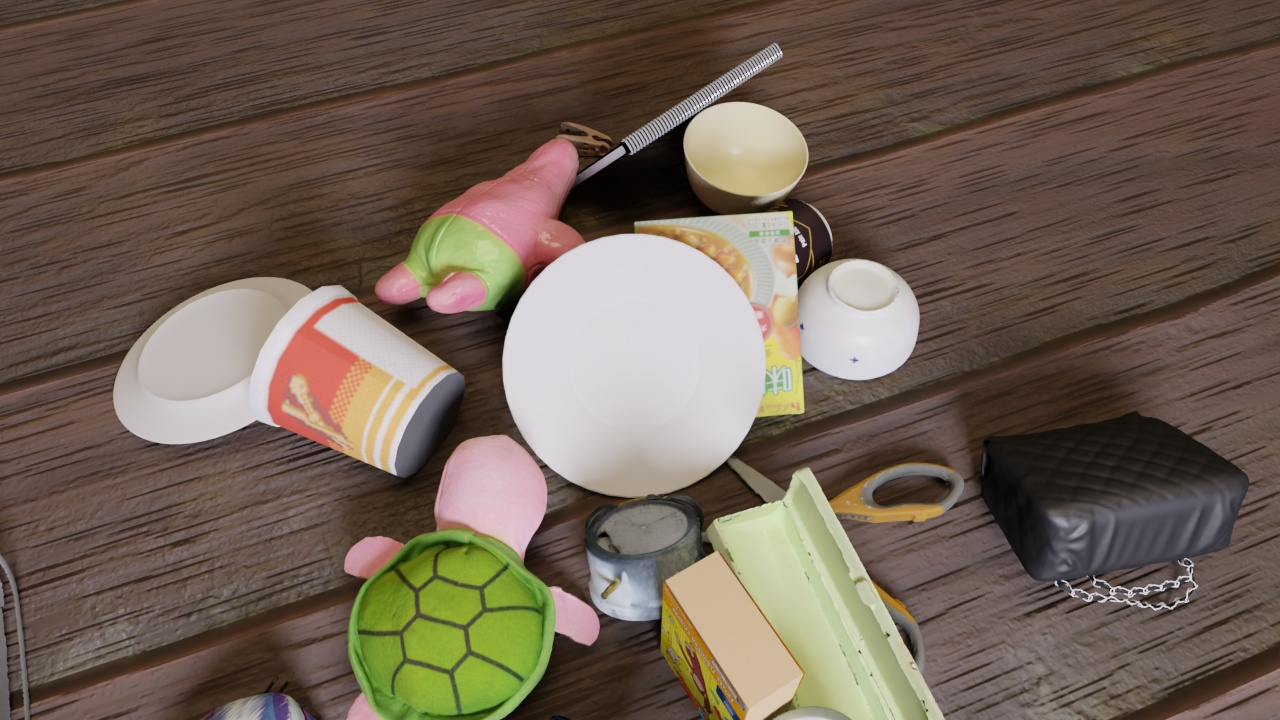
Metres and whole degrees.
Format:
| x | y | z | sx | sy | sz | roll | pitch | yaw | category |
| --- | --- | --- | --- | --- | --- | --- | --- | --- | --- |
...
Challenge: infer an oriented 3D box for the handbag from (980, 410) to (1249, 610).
| x | y | z | sx | sy | sz | roll | pitch | yaw | category |
| --- | --- | --- | --- | --- | --- | --- | --- | --- | --- |
| 0.341 | 0.109 | 0.689 | 0.153 | 0.115 | 0.125 | -11 | 31 | -4 | handbag |

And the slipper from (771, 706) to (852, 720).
| x | y | z | sx | sy | sz | roll | pitch | yaw | category |
| --- | --- | --- | --- | --- | --- | --- | --- | --- | --- |
| 0.125 | 0.318 | 0.505 | 0.104 | 0.074 | 0.245 | -23 | 68 | 8 | slipper |

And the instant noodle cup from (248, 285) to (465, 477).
| x | y | z | sx | sy | sz | roll | pitch | yaw | category |
| --- | --- | --- | --- | --- | --- | --- | --- | --- | --- |
| -0.216 | 0.023 | 0.727 | 0.121 | 0.124 | 0.123 | 27 | 58 | 10 | instant noodle cup |

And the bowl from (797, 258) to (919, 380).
| x | y | z | sx | sy | sz | roll | pitch | yaw | category |
| --- | --- | --- | --- | --- | --- | --- | --- | --- | --- |
| 0.189 | -0.045 | 0.800 | 0.113 | 0.063 | 0.113 | -1 | 54 | 1 | bowl |

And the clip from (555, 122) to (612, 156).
| x | y | z | sx | sy | sz | roll | pitch | yaw | category |
| --- | --- | --- | --- | --- | --- | --- | --- | --- | --- |
| -0.062 | -0.227 | 0.959 | 0.062 | 0.024 | 0.044 | 24 | 58 | 13 | clip |

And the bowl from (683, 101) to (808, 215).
| x | y | z | sx | sy | sz | roll | pitch | yaw | category |
| --- | --- | --- | --- | --- | --- | --- | --- | --- | --- |
| 0.095 | -0.181 | 0.888 | 0.118 | 0.074 | 0.117 | 2 | 60 | -4 | bowl |

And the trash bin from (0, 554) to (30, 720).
| x | y | z | sx | sy | sz | roll | pitch | yaw | category |
| --- | --- | --- | --- | --- | --- | --- | --- | --- | --- |
| -0.542 | 0.211 | 0.551 | 0.220 | 0.198 | 0.197 | -23 | 59 | -9 | trash bin |

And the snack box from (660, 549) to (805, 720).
| x | y | z | sx | sy | sz | roll | pitch | yaw | category |
| --- | --- | --- | --- | --- | --- | --- | --- | --- | --- |
| 0.054 | 0.193 | 0.589 | 0.040 | 0.126 | 0.088 | -26 | 58 | -17 | snack box |

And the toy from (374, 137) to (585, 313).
| x | y | z | sx | sy | sz | roll | pitch | yaw | category |
| --- | --- | --- | --- | --- | --- | --- | --- | --- | --- |
| -0.128 | -0.119 | 0.833 | 0.192 | 0.097 | 0.236 | 15 | 54 | 33 | toy |

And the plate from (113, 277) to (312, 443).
| x | y | z | sx | sy | sz | roll | pitch | yaw | category |
| --- | --- | --- | --- | --- | --- | --- | --- | --- | --- |
| -0.364 | -0.011 | 0.789 | 0.189 | 0.016 | 0.188 | -6 | 49 | 7 | plate |

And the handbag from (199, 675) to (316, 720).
| x | y | z | sx | sy | sz | roll | pitch | yaw | category |
| --- | --- | --- | --- | --- | --- | --- | --- | --- | --- |
| -0.278 | 0.289 | 0.567 | 0.170 | 0.068 | 0.144 | -23 | 50 | -7 | handbag |

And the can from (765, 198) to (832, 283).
| x | y | z | sx | sy | sz | roll | pitch | yaw | category |
| --- | --- | --- | --- | --- | --- | --- | --- | --- | --- |
| 0.108 | -0.089 | 0.827 | 0.128 | 0.072 | 0.072 | -34 | 61 | -22 | can |

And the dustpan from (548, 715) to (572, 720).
| x | y | z | sx | sy | sz | roll | pitch | yaw | category |
| --- | --- | --- | --- | --- | --- | --- | --- | --- | --- |
| -0.067 | 0.324 | 0.509 | 0.274 | 0.080 | 0.235 | -4 | 44 | 42 | dustpan |

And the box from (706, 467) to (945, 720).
| x | y | z | sx | sy | sz | roll | pitch | yaw | category |
| --- | --- | --- | --- | --- | --- | --- | --- | --- | --- |
| 0.113 | 0.178 | 0.614 | 0.083 | 0.092 | 0.188 | -22 | 64 | -8 | box |

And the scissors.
| x | y | z | sx | sy | sz | roll | pitch | yaw | category |
| --- | --- | --- | --- | --- | --- | --- | --- | --- | --- |
| 0.149 | 0.142 | 0.694 | 0.225 | 0.016 | 0.224 | -9 | 54 | -3 | scissors |

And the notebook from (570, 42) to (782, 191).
| x | y | z | sx | sy | sz | roll | pitch | yaw | category |
| --- | --- | --- | --- | --- | --- | --- | --- | --- | --- |
| 0.029 | -0.236 | 0.903 | 0.206 | 0.149 | 0.016 | -38 | 102 | -24 | notebook |

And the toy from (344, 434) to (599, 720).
| x | y | z | sx | sy | sz | roll | pitch | yaw | category |
| --- | --- | --- | --- | --- | --- | --- | --- | --- | --- |
| -0.123 | 0.167 | 0.635 | 0.190 | 0.088 | 0.237 | 16 | 62 | 6 | toy |

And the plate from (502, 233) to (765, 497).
| x | y | z | sx | sy | sz | roll | pitch | yaw | category |
| --- | --- | --- | --- | --- | --- | --- | --- | --- | --- |
| -0.005 | 0.004 | 0.732 | 0.208 | 0.015 | 0.208 | 0 | 91 | -5 | plate |

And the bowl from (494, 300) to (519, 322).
| x | y | z | sx | sy | sz | roll | pitch | yaw | category |
| --- | --- | --- | --- | --- | --- | --- | --- | --- | --- |
| -0.058 | -0.043 | 0.792 | 0.124 | 0.124 | 0.052 | -27 | 96 | -18 | bowl |

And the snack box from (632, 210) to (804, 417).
| x | y | z | sx | sy | sz | roll | pitch | yaw | category |
| --- | --- | --- | --- | --- | --- | --- | --- | --- | --- |
| 0.064 | -0.036 | 0.759 | 0.132 | 0.027 | 0.168 | -4 | 92 | -2 | snack box |

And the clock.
| x | y | z | sx | sy | sz | roll | pitch | yaw | category |
| --- | --- | --- | --- | --- | --- | --- | --- | --- | --- |
| 0.004 | 0.135 | 0.666 | 0.090 | 0.052 | 0.129 | -9 | 19 | 2 | clock |
